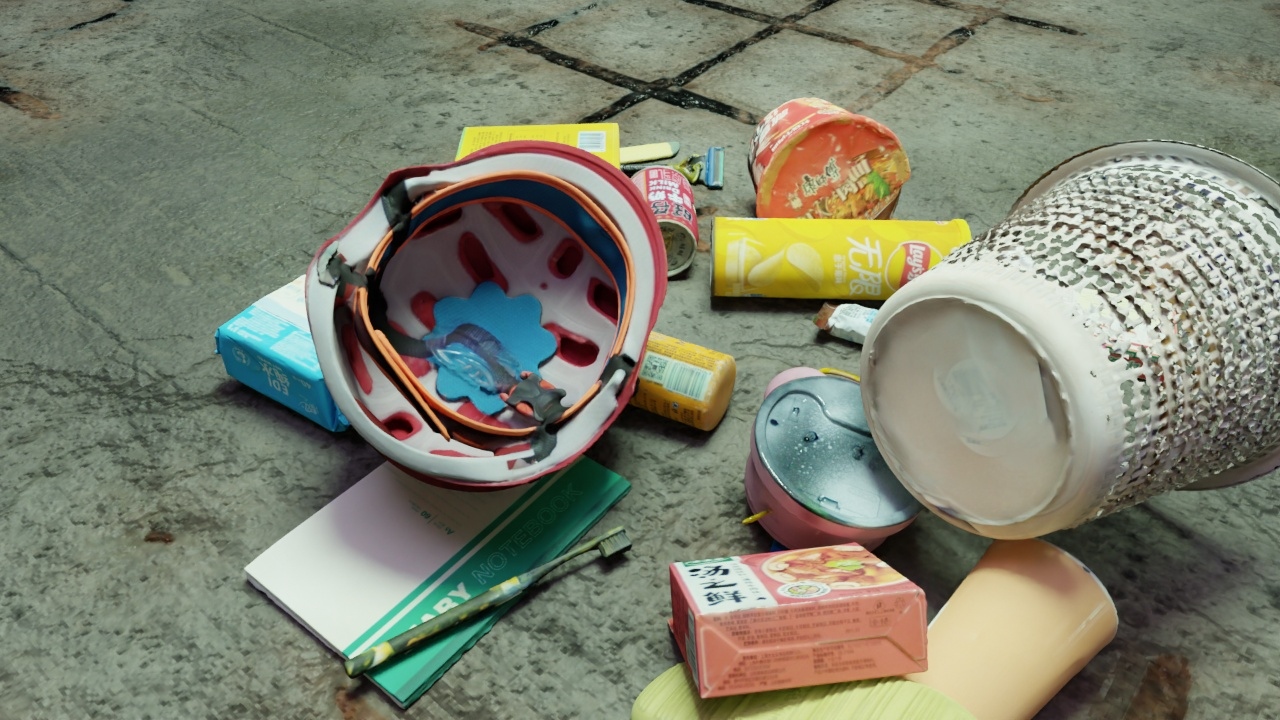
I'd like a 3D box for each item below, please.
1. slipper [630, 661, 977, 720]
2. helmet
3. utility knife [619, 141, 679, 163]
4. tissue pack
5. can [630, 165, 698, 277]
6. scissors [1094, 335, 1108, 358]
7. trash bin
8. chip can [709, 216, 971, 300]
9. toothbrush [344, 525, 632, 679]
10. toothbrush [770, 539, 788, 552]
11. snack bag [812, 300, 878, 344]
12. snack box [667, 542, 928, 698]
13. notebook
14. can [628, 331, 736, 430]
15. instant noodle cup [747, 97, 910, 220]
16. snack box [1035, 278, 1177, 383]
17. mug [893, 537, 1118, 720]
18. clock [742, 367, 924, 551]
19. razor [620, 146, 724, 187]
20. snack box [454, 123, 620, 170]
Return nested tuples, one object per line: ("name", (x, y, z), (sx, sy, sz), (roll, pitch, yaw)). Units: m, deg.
("slipper", (0.082, 0.200, 0.449), (0.191, 0.081, 0.091), (-1, 19, 40))
("helmet", (-0.100, -0.022, 0.616), (0.207, 0.144, 0.239), (41, 64, 1))
("utility knife", (-0.056, -0.216, 0.977), (0.213, 0.022, 0.031), (-6, 39, -17))
("tissue pack", (-0.245, -0.005, 0.700), (0.140, 0.063, 0.089), (22, 44, 21))
("can", (0.018, -0.126, 0.834), (0.066, 0.067, 0.093), (-1, 40, -1))
("scissors", (0.294, -0.005, 0.703), (0.135, 0.017, 0.133), (-12, 57, -1))
("trash bin", (0.246, 0.001, 0.534), (0.191, 0.228, 0.227), (-20, 44, -31))
("chip can", (0.166, -0.086, 0.782), (0.213, 0.072, 0.071), (1, 41, 4))
("toothbrush", (-0.085, 0.144, 0.549), (0.185, 0.012, 0.017), (-22, 58, -26))
("toothbrush", (0.111, 0.081, 0.631), (0.014, 0.016, 0.189), (10, 43, 19))
("snack bag", (0.193, -0.023, 0.741), (0.104, 0.026, 0.048), (17, 37, 20))
("snack box", (0.076, 0.132, 0.495), (0.113, 0.044, 0.127), (-5, 2, -6))
("notebook", (-0.127, 0.110, 0.605), (0.150, 0.012, 0.208), (27, 48, 27))
("can", (-0.004, 0.004, 0.689), (0.146, 0.058, 0.058), (18, 44, 21))
("instant noodle cup", (0.161, -0.174, 0.844), (0.138, 0.138, 0.108), (-6, 33, -6))
("snack box", (0.348, -0.031, 0.747), (0.156, 0.027, 0.076), (14, 42, 17))
("mug", (0.187, 0.160, 0.494), (0.122, 0.078, 0.078), (-33, 50, -26))
("clock", (0.129, 0.060, 0.604), (0.117, 0.060, 0.158), (22, 48, 5))
("razor", (0.016, -0.199, 0.956), (0.143, 0.022, 0.042), (1, 84, 7))
("snack box", (-0.097, -0.144, 0.855), (0.157, 0.070, 0.209), (-2, 41, -1))
